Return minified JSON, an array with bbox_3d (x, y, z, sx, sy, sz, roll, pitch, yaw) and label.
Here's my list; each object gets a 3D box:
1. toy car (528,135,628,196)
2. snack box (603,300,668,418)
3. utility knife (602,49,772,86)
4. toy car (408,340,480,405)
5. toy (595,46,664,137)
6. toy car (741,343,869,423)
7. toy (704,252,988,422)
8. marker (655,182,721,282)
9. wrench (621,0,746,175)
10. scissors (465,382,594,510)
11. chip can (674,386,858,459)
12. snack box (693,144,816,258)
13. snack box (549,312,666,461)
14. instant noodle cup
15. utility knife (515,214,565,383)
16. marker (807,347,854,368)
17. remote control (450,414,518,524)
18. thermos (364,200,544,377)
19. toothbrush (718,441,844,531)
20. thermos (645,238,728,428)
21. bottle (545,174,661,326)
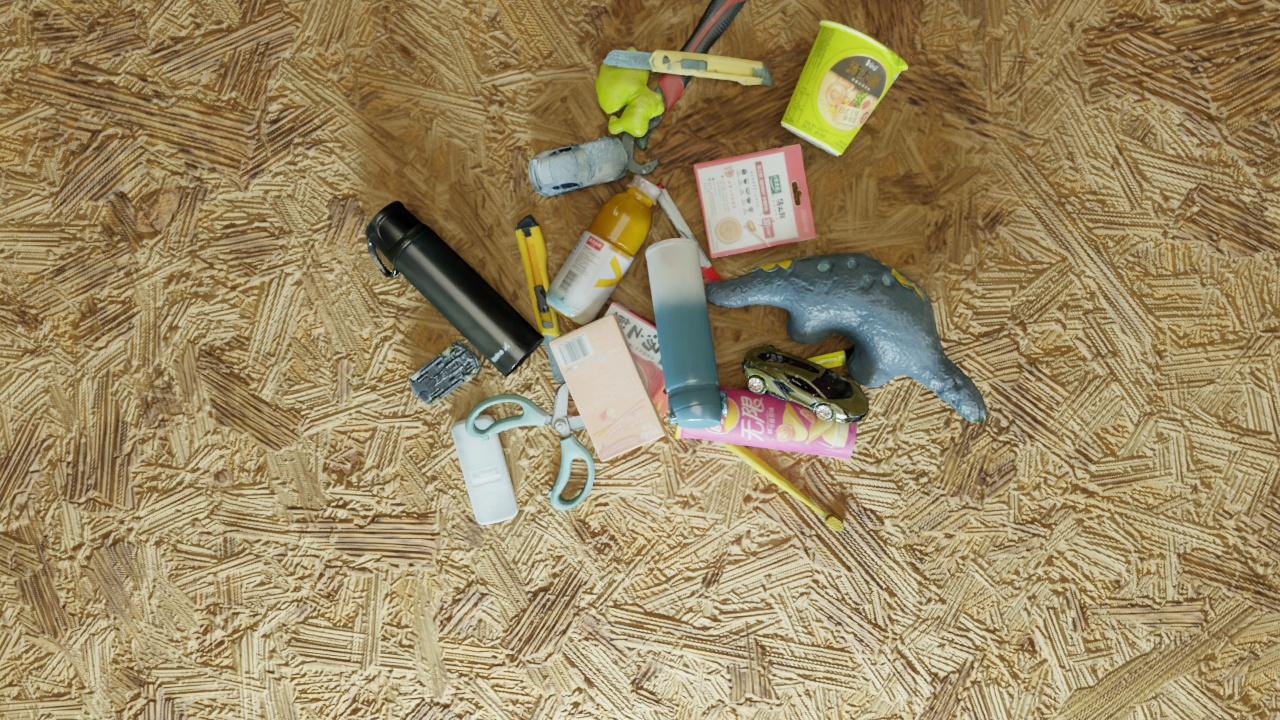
[{"bbox_3d":[-0.074,-0.232,1.099,0.121,0.036,0.054,-11,95,9],"label":"toy car"},{"bbox_3d":[-0.007,0.007,1.118,0.127,0.044,0.113,30,96,-1],"label":"snack box"},{"bbox_3d":[0.058,-0.346,1.079,0.204,0.021,0.031,3,94,-5],"label":"utility knife"},{"bbox_3d":[-0.241,0.015,1.129,0.106,0.031,0.049,-33,99,30],"label":"toy car"},{"bbox_3d":[-0.017,-0.316,1.085,0.100,0.031,0.097,40,94,15],"label":"toy"},{"bbox_3d":[0.194,0.026,1.077,0.158,0.070,0.042,24,126,21],"label":"toy car"},{"bbox_3d":[0.257,-0.049,1.072,0.356,0.091,0.138,28,95,7],"label":"toy"},{"bbox_3d":[0.057,-0.150,1.113,0.017,0.017,0.145,-32,93,5],"label":"marker"},{"bbox_3d":[0.054,-0.347,1.094,0.056,0.016,0.273,31,97,-4],"label":"wrench"},{"bbox_3d":[-0.125,0.110,1.130,0.171,0.019,0.170,-6,107,0],"label":"scissors"},{"bbox_3d":[0.149,0.072,1.102,0.210,0.071,0.071,7,96,2],"label":"chip can"},{"bbox_3d":[0.135,-0.188,1.092,0.127,0.044,0.113,-10,94,5],"label":"snack box"},{"bbox_3d":[-0.038,0.032,1.085,0.084,0.026,0.157,-23,94,6],"label":"snack box"},{"bbox_3d":[0.225,-0.305,1.050,0.111,0.111,0.123,28,104,0],"label":"instant noodle cup"},{"bbox_3d":[-0.118,-0.073,1.130,0.033,0.015,0.216,-12,95,7],"label":"utility knife"},{"bbox_3d":[0.261,-0.007,1.117,0.124,0.015,0.018,-13,94,2],"label":"marker"},{"bbox_3d":[-0.195,0.137,1.152,0.056,0.020,0.136,-15,94,3],"label":"remote control"},{"bbox_3d":[-0.231,-0.082,1.118,0.242,0.068,0.090,44,128,0],"label":"thermos"},{"bbox_3d":[0.175,0.151,1.136,0.190,0.016,0.016,37,96,-1],"label":"toothbrush"},{"bbox_3d":[0.052,-0.030,1.060,0.070,0.070,0.220,-10,75,4],"label":"thermos"},{"bbox_3d":[-0.040,-0.133,1.094,0.068,0.068,0.189,33,96,-1],"label":"bottle"}]
